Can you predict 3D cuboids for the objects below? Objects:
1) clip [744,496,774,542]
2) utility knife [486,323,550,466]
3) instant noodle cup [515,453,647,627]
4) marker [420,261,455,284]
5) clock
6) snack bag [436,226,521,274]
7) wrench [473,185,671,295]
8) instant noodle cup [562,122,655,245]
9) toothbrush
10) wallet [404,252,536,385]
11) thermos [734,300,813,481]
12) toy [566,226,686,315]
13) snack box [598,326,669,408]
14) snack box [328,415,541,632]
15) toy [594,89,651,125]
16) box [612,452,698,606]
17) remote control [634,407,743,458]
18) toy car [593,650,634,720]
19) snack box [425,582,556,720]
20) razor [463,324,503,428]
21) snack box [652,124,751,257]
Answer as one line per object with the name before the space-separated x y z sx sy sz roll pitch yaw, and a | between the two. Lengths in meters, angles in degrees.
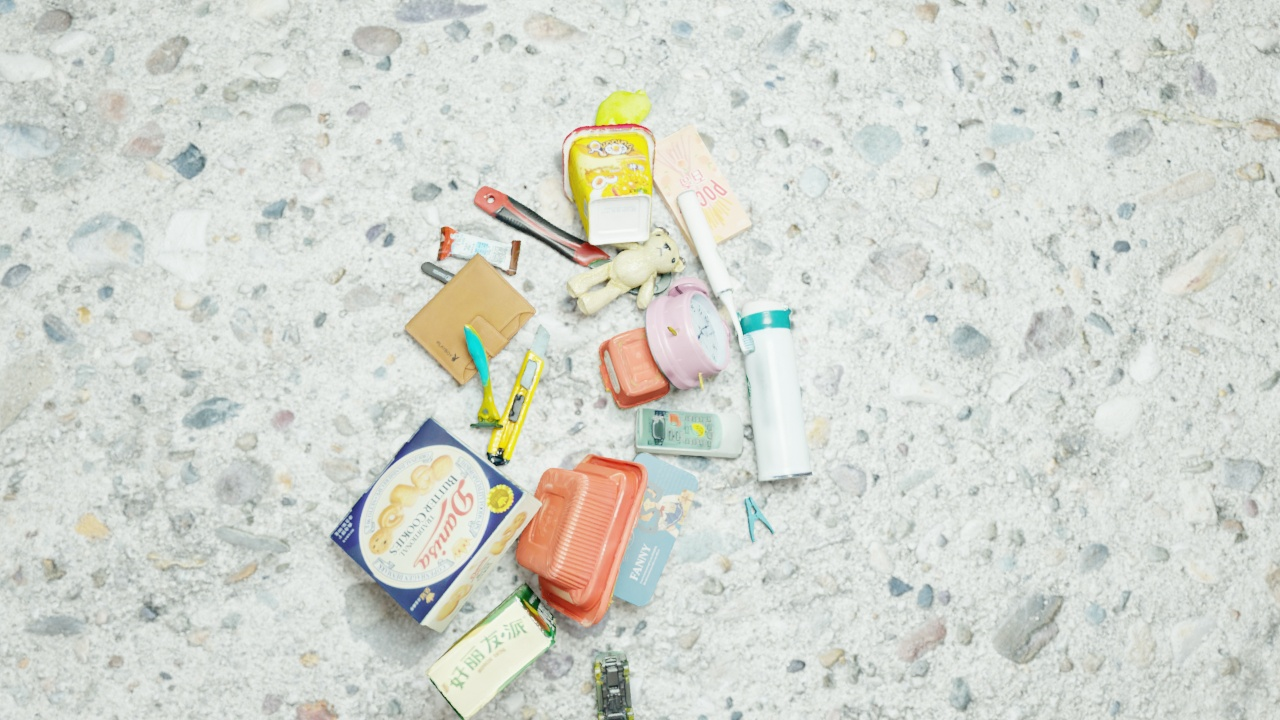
clip | 0.144 0.196 1.142 0.034 0.013 0.055 -23 83 -10
utility knife | -0.150 0.043 1.135 0.033 0.015 0.190 19 79 -3
instant noodle cup | -0.075 0.193 1.041 0.079 0.165 0.188 23 78 -27
marker | -0.219 -0.092 1.151 0.124 0.015 0.018 27 78 -1
clock | 0.064 -0.038 1.118 0.060 0.158 0.117 -22 114 25
snack bag | -0.204 -0.139 1.155 0.104 0.026 0.048 9 86 -5
wrench | -0.088 -0.151 1.174 0.273 0.016 0.056 25 75 -2
instant noodle cup | -0.033 -0.212 1.124 0.116 0.116 0.123 -5 51 -7
toothbrush | 0.095 -0.110 1.146 0.026 0.026 0.221 -27 78 31
wallet | -0.208 -0.050 1.129 0.132 0.031 0.108 -45 89 1
thermos | 0.164 0.036 1.145 0.073 0.073 0.224 -5 81 -7
toy | -0.019 -0.110 1.132 0.157 0.066 0.105 -30 89 -20
snack box | -0.007 0.007 1.124 0.082 0.080 0.091 -18 83 -8
snack box | -0.236 0.182 1.049 0.182 0.046 0.177 31 76 31
toy | -0.026 -0.310 1.192 0.096 0.031 0.100 -25 68 -2
box | -0.003 0.206 1.101 0.090 0.063 0.184 22 77 -1
remote control | 0.060 0.090 1.140 0.135 0.019 0.056 4 61 -5
toy car | -0.032 0.388 1.079 0.043 0.036 0.091 -4 80 -8
snack box | -0.151 0.302 0.978 0.114 0.240 0.063 -40 85 -10
razor | -0.193 0.019 1.105 0.043 0.028 0.132 0 107 32
snack box | 0.070 -0.222 1.197 0.084 0.026 0.157 -29 84 -9
